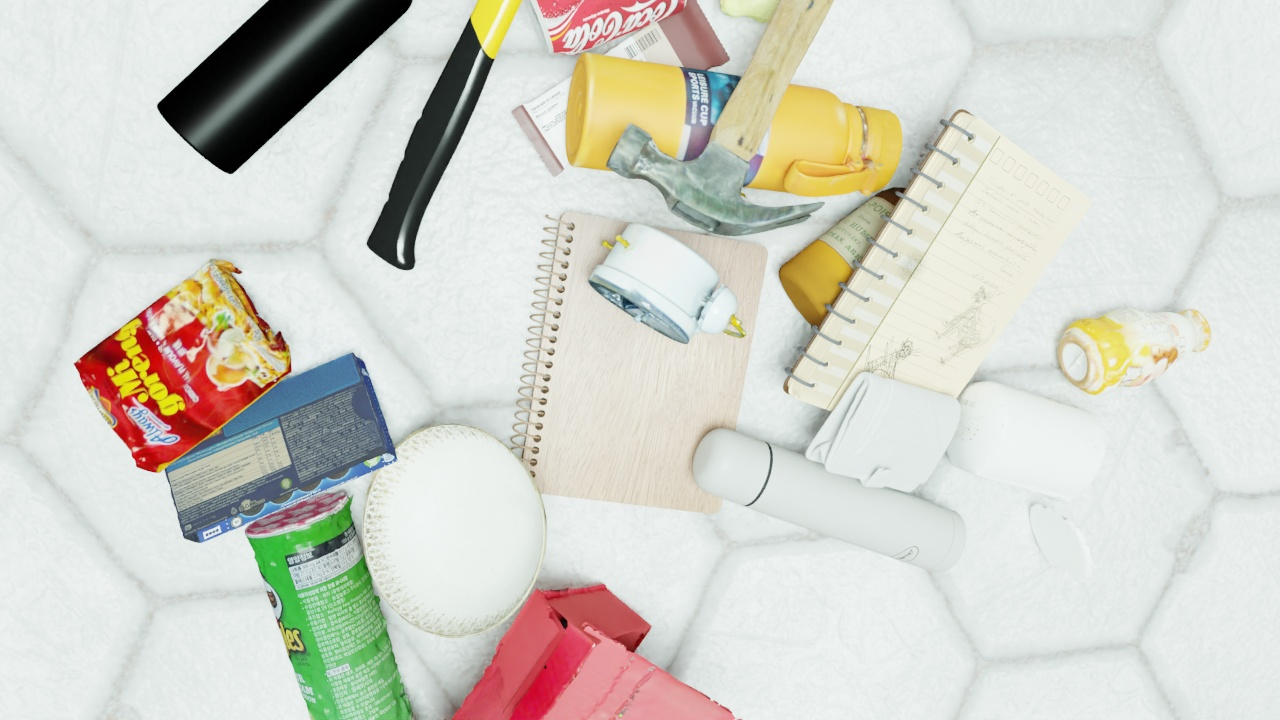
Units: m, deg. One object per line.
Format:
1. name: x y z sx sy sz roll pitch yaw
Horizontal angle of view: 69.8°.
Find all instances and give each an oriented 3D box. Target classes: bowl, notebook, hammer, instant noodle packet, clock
1. bowl: -0.122 0.120 0.658 0.145 0.063 0.145 -3 82 19
2. notebook: 0.214 -0.049 0.664 0.167 0.024 0.226 19 109 -35
3. hammer: 0.106 -0.226 0.613 0.132 0.033 0.329 29 72 -7
4. hammer: -0.106 -0.207 0.604 0.127 0.029 0.324 36 109 16
5. notebook: -0.004 0.004 0.695 0.169 0.022 0.210 8 97 -11
6. instant noodle packet: -0.309 0.002 0.625 0.135 0.039 0.098 -37 79 -1
7. clock: 0.022 -0.045 0.638 0.117 0.083 0.057 33 85 -13

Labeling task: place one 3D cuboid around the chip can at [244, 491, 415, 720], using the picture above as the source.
1. chip can: -0.216 0.212 0.667 0.075 0.075 0.223 -15 101 -7

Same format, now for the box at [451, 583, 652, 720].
1. box: -0.081 0.271 0.477 0.141 0.510 0.215 35 91 4

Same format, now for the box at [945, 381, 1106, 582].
1. box: 0.306 0.097 0.728 0.137 0.083 0.143 13 91 -11

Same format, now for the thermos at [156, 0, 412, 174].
1. thermos: -0.211 -0.224 0.607 0.231 0.061 0.061 -43 102 -1

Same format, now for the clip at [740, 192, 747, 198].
1. clip: 0.065 -0.117 0.678 0.049 0.054 0.044 -17 119 -31

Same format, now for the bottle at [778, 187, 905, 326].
1. bottle: 0.184 -0.088 0.685 0.157 0.068 0.068 -37 102 -2

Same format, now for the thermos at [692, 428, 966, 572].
1. thermos: 0.145 0.108 0.705 0.224 0.052 0.052 21 95 -17

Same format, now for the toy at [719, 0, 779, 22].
1. toy: 0.061 -0.301 0.644 0.135 0.045 0.091 42 81 -17

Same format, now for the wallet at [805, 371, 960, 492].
1. wallet: 0.186 0.056 0.679 0.116 0.032 0.086 11 112 -33

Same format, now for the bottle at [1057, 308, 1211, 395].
1. bottle: 0.394 -0.012 0.731 0.109 0.063 0.063 -15 100 -6

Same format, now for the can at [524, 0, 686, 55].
1. can: -0.024 -0.254 0.629 0.105 0.064 0.064 -23 101 -3

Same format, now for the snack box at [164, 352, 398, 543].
1. snack box: -0.255 0.060 0.644 0.150 0.027 0.082 -22 71 -4

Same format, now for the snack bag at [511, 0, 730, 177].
1. snack bag: -0.013 -0.199 0.666 0.158 0.013 0.057 -35 102 -3

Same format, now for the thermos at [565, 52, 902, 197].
1. thermos: 0.068 -0.153 0.644 0.232 0.076 0.091 4 75 -16
